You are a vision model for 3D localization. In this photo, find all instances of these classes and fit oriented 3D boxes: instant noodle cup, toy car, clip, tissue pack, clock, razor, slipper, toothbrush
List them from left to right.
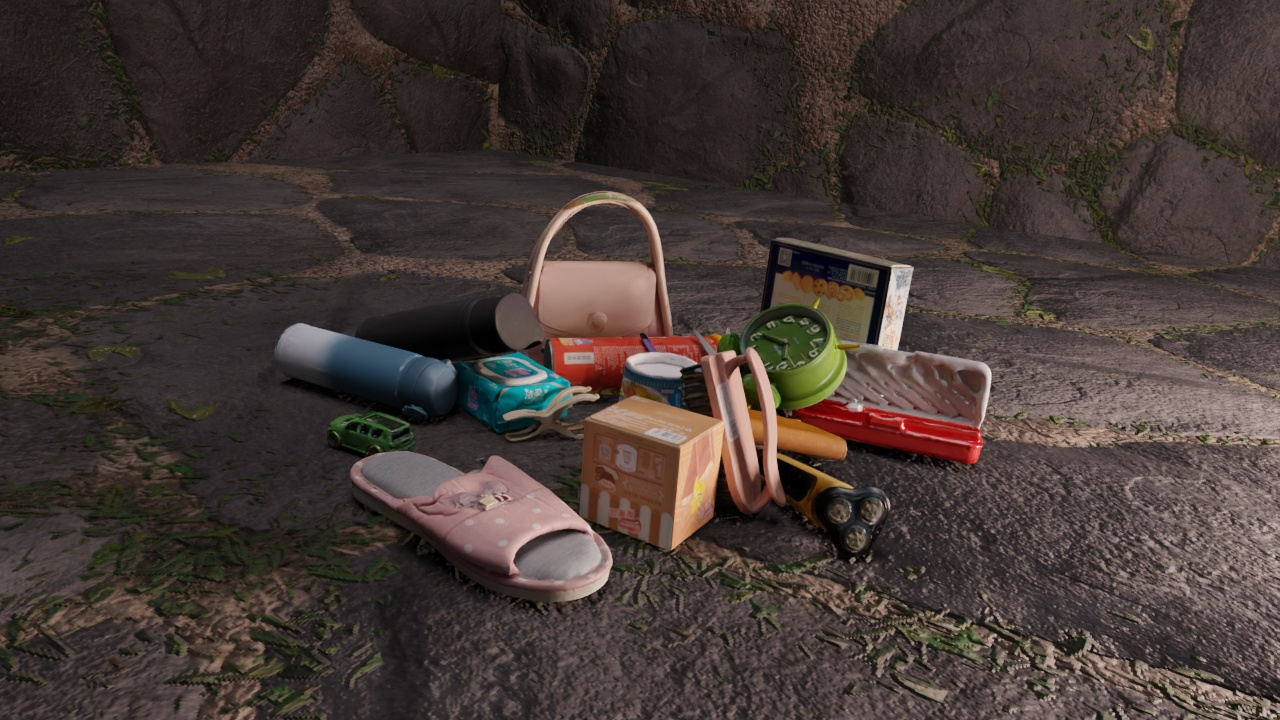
[{"bbox_3d":[-0.259,0.070,0.882,0.091,0.036,0.043,9,20,26],"label":"toy car"},{"bbox_3d":[-0.134,0.116,0.738,0.275,0.054,0.114,18,22,37],"label":"slipper"},{"bbox_3d":[-0.146,0.030,1.004,0.093,0.050,0.133,-11,23,-36],"label":"tissue pack"},{"bbox_3d":[-0.087,0.046,0.944,0.104,0.087,0.035,9,15,-24],"label":"clip"},{"bbox_3d":[0.017,0.054,0.877,0.099,0.110,0.099,5,19,-2],"label":"instant noodle cup"},{"bbox_3d":[0.040,0.028,1.004,0.014,0.017,0.189,-3,42,-30],"label":"toothbrush"},{"bbox_3d":[0.147,0.000,1.001,0.161,0.056,0.116,-28,43,-2],"label":"clock"},{"bbox_3d":[0.149,0.115,0.816,0.067,0.062,0.167,29,0,-29],"label":"razor"}]

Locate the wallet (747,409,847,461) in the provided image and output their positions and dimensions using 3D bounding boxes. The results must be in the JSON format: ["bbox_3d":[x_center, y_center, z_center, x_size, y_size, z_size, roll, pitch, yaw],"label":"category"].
[{"bbox_3d":[0.123,0.067,0.919,0.130,0.035,0.119,13,-1,-14],"label":"wallet"}]

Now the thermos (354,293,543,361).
[{"bbox_3d":[-0.213,-0.024,1.024,0.243,0.068,0.090,-5,-28,39],"label":"thermos"}]

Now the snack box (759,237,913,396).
[{"bbox_3d":[0.225,-0.044,1.109,0.045,0.183,0.178,-8,22,-41],"label":"snack box"}]

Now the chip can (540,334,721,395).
[{"bbox_3d":[-0.006,0.006,1.080,0.216,0.073,0.073,-1,19,-17],"label":"chip can"}]

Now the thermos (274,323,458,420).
[{"bbox_3d":[-0.300,0.011,1.005,0.221,0.070,0.070,14,20,25],"label":"thermos"}]

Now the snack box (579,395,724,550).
[{"bbox_3d":[0.009,0.092,0.779,0.093,0.094,0.076,15,21,29],"label":"snack box"}]

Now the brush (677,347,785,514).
[{"bbox_3d":[0.085,0.064,0.809,0.073,0.145,0.063,-13,0,27],"label":"brush"}]

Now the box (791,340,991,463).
[{"bbox_3d":[0.270,0.040,0.995,0.201,0.100,0.095,10,12,17],"label":"box"}]

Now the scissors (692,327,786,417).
[{"bbox_3d":[0.099,0.028,1.031,0.162,0.012,0.162,36,48,19],"label":"scissors"}]

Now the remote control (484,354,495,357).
[{"bbox_3d":[-0.199,-0.025,1.126,0.049,0.024,0.125,32,-8,-3],"label":"remote control"}]

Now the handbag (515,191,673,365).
[{"bbox_3d":[-0.052,-0.092,1.106,0.193,0.235,0.093,-2,28,-16],"label":"handbag"}]
